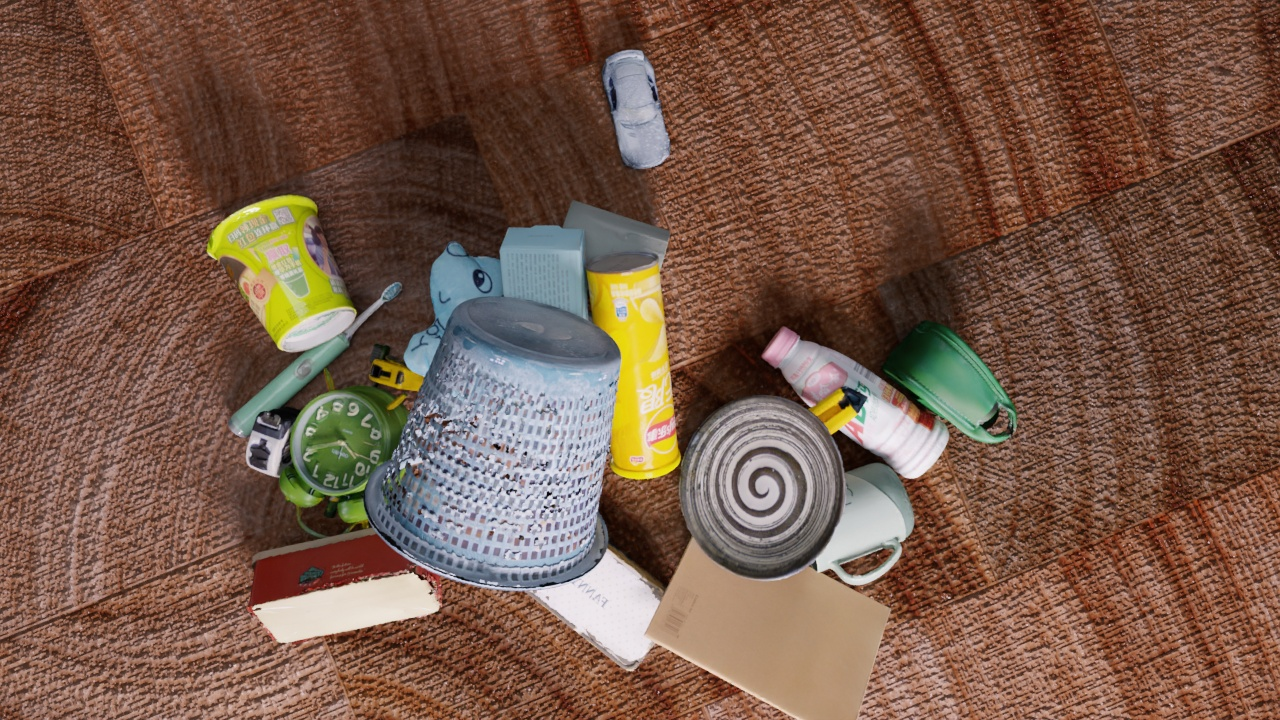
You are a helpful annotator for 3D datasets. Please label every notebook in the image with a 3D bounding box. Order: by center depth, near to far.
[{"bbox_3d":[0.126,0.253,0.889,0.211,0.012,0.149,27,53,7],"label":"notebook"}]

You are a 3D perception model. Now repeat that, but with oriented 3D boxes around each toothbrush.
[{"bbox_3d":[-0.328,-0.004,0.937,0.224,0.027,0.026,-42,107,-3],"label":"toothbrush"},{"bbox_3d":[-0.293,0.071,0.942,0.017,0.012,0.185,17,87,5],"label":"toothbrush"}]

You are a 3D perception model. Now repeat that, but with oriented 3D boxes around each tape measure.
[{"bbox_3d":[-0.362,0.081,0.912,0.033,0.065,0.066,19,92,5],"label":"tape measure"},{"bbox_3d":[-0.242,0.012,0.922,0.057,0.060,0.029,13,89,23],"label":"tape measure"}]

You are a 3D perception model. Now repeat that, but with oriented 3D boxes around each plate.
[{"bbox_3d":[0.118,0.122,0.893,0.180,0.024,0.179,-6,80,33],"label":"plate"}]

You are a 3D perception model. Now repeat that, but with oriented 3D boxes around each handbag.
[{"bbox_3d":[0.305,0.022,0.900,0.120,0.131,0.068,39,96,-3],"label":"handbag"}]

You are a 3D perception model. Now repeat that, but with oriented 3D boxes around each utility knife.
[{"bbox_3d":[0.133,0.092,0.914,0.215,0.015,0.033,-37,74,19],"label":"utility knife"}]

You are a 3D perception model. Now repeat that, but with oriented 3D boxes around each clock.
[{"bbox_3d":[-0.290,0.097,0.903,0.116,0.056,0.161,16,87,13],"label":"clock"}]

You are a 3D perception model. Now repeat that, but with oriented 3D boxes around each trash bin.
[{"bbox_3d":[-0.112,0.057,0.813,0.226,0.226,0.195,18,109,-1],"label":"trash bin"}]

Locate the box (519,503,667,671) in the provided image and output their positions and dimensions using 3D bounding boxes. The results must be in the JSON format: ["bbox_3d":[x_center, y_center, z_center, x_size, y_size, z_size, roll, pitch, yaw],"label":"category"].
[{"bbox_3d":[-0.055,0.220,0.918,0.184,0.061,0.089,40,86,3],"label":"box"}]

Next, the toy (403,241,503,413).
[{"bbox_3d":[-0.170,-0.036,0.921,0.156,0.050,0.161,-36,101,-27],"label":"toy"}]

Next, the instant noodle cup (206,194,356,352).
[{"bbox_3d":[-0.339,-0.078,0.891,0.111,0.112,0.123,-31,82,-3],"label":"instant noodle cup"}]

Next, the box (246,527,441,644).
[{"bbox_3d":[-0.282,0.223,0.886,0.168,0.091,0.076,-12,47,-1],"label":"box"}]

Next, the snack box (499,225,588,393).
[{"bbox_3d":[-0.089,-0.042,0.888,0.074,0.051,0.175,1,123,2],"label":"snack box"}]

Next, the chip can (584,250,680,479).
[{"bbox_3d":[-0.005,0.005,0.882,0.072,0.072,0.213,-7,112,-2],"label":"chip can"}]

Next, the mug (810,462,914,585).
[{"bbox_3d":[0.213,0.163,0.904,0.106,0.082,0.111,-19,51,-2],"label":"mug"}]

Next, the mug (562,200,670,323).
[{"bbox_3d":[-0.036,-0.087,0.924,0.103,0.083,0.124,16,99,-2],"label":"mug"}]

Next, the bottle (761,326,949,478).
[{"bbox_3d":[0.212,0.038,0.926,0.197,0.068,0.068,35,87,2],"label":"bottle"}]

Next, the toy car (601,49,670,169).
[{"bbox_3d":[-0.005,-0.260,0.952,0.054,0.037,0.120,-13,91,-2],"label":"toy car"}]
